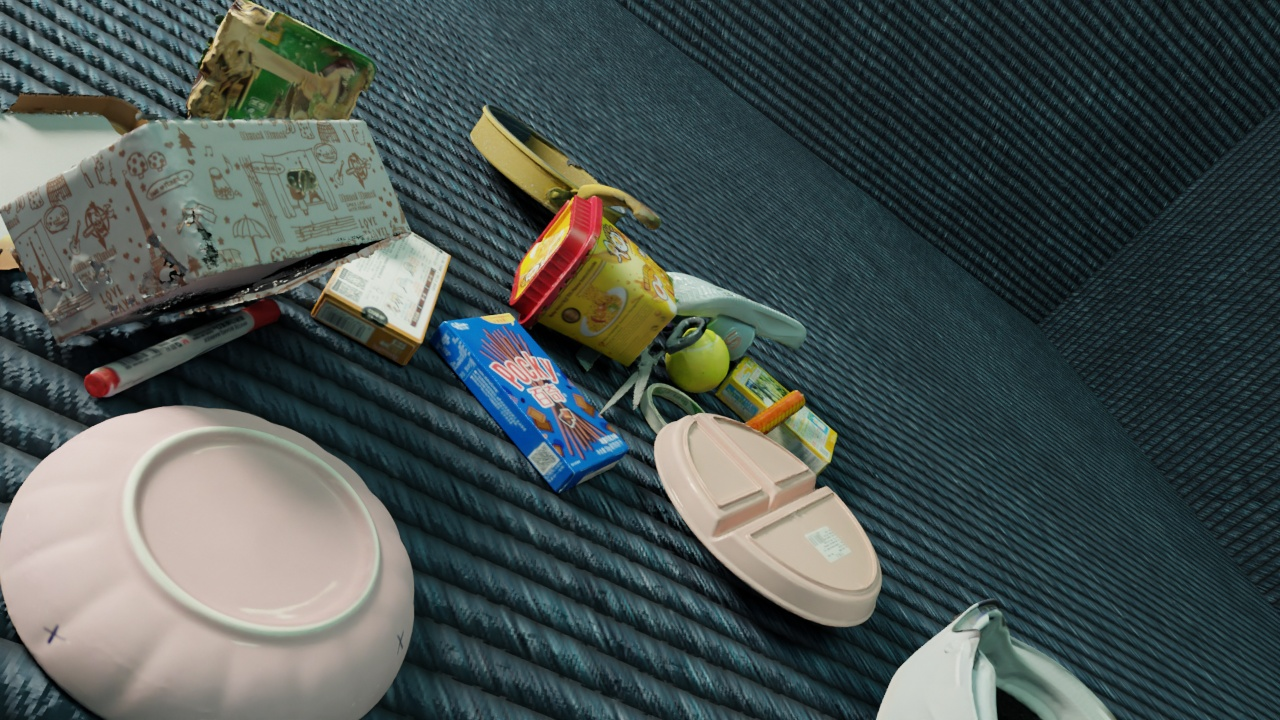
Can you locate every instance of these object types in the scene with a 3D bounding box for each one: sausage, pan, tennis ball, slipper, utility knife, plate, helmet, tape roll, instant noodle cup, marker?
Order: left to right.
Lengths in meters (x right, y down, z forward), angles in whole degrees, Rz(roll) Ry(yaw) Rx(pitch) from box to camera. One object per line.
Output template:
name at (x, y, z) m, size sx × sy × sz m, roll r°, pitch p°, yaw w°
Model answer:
marker at (-0.258, -0.010, 0.529) m, size 0.017 × 0.017 × 0.145 m, roll 40°, pitch 24°, yaw -1°
plate at (-0.188, 0.089, 0.437) m, size 0.192 × 0.039 × 0.192 m, roll 33°, pitch 25°, yaw -18°
pan at (-0.067, -0.187, 0.971) m, size 0.197 × 0.078 × 0.357 m, roll 29°, pitch 16°, yaw -33°
instant noodle cup at (-0.039, -0.067, 0.835) m, size 0.123 × 0.116 × 0.116 m, roll 34°, pitch 25°, yaw -20°
utility knife at (-0.026, -0.034, 0.921) m, size 0.033 × 0.015 × 0.222 m, roll 38°, pitch 25°, yaw -2°
tape roll at (0.037, 0.056, 0.861) m, size 0.085 × 0.014 × 0.085 m, roll 33°, pitch 25°, yaw -18°
tennis ball at (0.057, 0.000, 0.923) m, size 0.065 × 0.066 × 0.065 m, roll 33°, pitch 25°, yaw -18°
slipper at (0.092, -0.040, 1.017) m, size 0.245 × 0.074 × 0.104 m, roll 15°, pitch 10°, yaw -45°
sausage at (0.124, 0.063, 0.923) m, size 0.021 × 0.022 × 0.164 m, roll 48°, pitch 42°, yaw 14°
plate at (0.112, 0.123, 0.770) m, size 0.229 × 0.028 × 0.229 m, roll 32°, pitch 22°, yaw -15°
helmet at (0.245, 0.293, 0.605) m, size 0.229 × 0.146 × 0.258 m, roll 55°, pitch 19°, yaw 25°

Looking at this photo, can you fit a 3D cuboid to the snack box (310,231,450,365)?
snack box at (-0.193, -0.060, 0.702) m, size 0.075 × 0.026 × 0.153 m, roll 32°, pitch 25°, yaw -19°

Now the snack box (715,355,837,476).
snack box at (0.151, 0.060, 1.004) m, size 0.140 × 0.034 × 0.086 m, roll 43°, pitch 24°, yaw 1°

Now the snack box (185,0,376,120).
snack box at (-0.297, -0.230, 0.747) m, size 0.117 × 0.118 × 0.105 m, roll 22°, pitch 20°, yaw -36°

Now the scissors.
scissors at (0.010, 0.000, 0.852) m, size 0.164 × 0.164 × 0.014 m, roll 28°, pitch -38°, yaw 65°

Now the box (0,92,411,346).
box at (-0.288, -0.093, 0.538) m, size 0.270 × 0.136 × 0.179 m, roll 15°, pitch 18°, yaw 18°

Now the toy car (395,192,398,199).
toy car at (-0.244, -0.128, 0.715) m, size 0.106 × 0.031 × 0.049 m, roll 17°, pitch 27°, yaw 7°

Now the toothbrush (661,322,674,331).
toothbrush at (0.033, -0.038, 1.025) m, size 0.014 × 0.017 × 0.188 m, roll 58°, pitch 24°, yaw 9°

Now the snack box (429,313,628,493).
snack box at (-0.085, 0.028, 0.711) m, size 0.157 × 0.026 × 0.084 m, roll 47°, pitch 25°, yaw 14°
